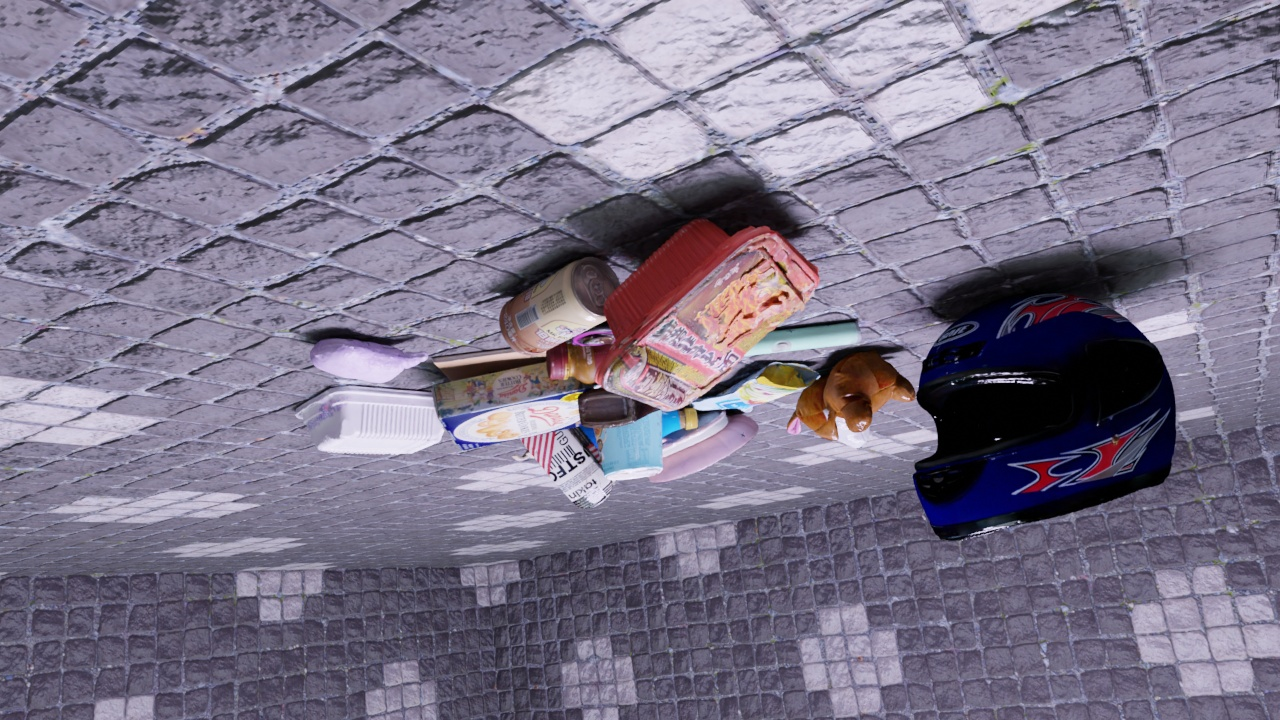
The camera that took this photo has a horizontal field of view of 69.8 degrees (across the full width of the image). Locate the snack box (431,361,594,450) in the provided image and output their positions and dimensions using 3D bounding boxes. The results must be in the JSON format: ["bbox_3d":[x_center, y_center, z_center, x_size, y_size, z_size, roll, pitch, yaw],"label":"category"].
[{"bbox_3d":[-0.146,0.054,1.111,0.182,0.045,0.178,-11,163,-5],"label":"snack box"}]

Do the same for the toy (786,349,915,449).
[{"bbox_3d":[0.286,0.060,1.262,0.140,0.130,0.200,-25,179,-23],"label":"toy"}]

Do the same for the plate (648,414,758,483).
[{"bbox_3d":[0.092,0.130,1.447,0.192,0.039,0.192,-26,-174,3],"label":"plate"}]

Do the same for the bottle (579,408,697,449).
[{"bbox_3d":[-0.027,0.096,1.327,0.218,0.065,0.065,-6,164,-4],"label":"bottle"}]

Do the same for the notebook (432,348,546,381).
[{"bbox_3d":[-0.154,0.019,1.111,0.148,0.008,0.208,-7,164,0],"label":"notebook"}]

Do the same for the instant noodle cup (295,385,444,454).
[{"bbox_3d":[-0.331,0.081,1.158,0.173,0.060,0.138,9,158,-41],"label":"instant noodle cup"}]

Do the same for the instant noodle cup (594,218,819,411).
[{"bbox_3d":[0.050,-0.045,0.776,0.189,0.079,0.164,-41,153,13],"label":"instant noodle cup"}]

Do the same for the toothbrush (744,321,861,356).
[{"bbox_3d":[0.145,-0.021,1.067,0.224,0.027,0.026,-6,125,-3],"label":"toothbrush"}]

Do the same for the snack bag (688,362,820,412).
[{"bbox_3d":[0.156,0.045,1.285,0.110,0.038,0.191,-6,167,-28],"label":"snack bag"}]

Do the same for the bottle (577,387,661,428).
[{"bbox_3d":[-0.007,0.044,1.067,0.080,0.044,0.194,-6,-178,19],"label":"bottle"}]

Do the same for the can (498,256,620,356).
[{"bbox_3d":[-0.074,-0.047,0.823,0.058,0.058,0.117,7,159,-41],"label":"can"}]

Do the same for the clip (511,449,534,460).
[{"bbox_3d":[-0.168,0.148,1.449,0.035,0.081,0.104,-13,152,19],"label":"clip"}]

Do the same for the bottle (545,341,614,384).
[{"bbox_3d":[-0.014,-0.004,0.999,0.174,0.057,0.058,-3,164,-13],"label":"bottle"}]

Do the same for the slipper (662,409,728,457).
[{"bbox_3d":[0.005,0.123,1.414,0.275,0.054,0.114,-22,-173,21],"label":"slipper"}]

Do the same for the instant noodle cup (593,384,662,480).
[{"bbox_3d":[-0.016,0.096,1.230,0.111,0.120,0.111,-7,164,-2],"label":"instant noodle cup"}]

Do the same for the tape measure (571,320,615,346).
[{"bbox_3d":[-0.043,-0.035,0.909,0.057,0.039,0.057,8,158,-43],"label":"tape measure"}]

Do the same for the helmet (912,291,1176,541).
[{"bbox_3d":[0.428,0.048,1.022,0.314,0.240,0.248,-12,169,-25],"label":"helmet"}]

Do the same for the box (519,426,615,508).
[{"bbox_3d":[-0.097,0.120,1.256,0.076,0.163,0.087,-37,-168,10],"label":"box"}]

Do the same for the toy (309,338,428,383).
[{"bbox_3d":[-0.280,-0.001,0.929,0.084,0.039,0.108,-19,158,37],"label":"toy"}]
